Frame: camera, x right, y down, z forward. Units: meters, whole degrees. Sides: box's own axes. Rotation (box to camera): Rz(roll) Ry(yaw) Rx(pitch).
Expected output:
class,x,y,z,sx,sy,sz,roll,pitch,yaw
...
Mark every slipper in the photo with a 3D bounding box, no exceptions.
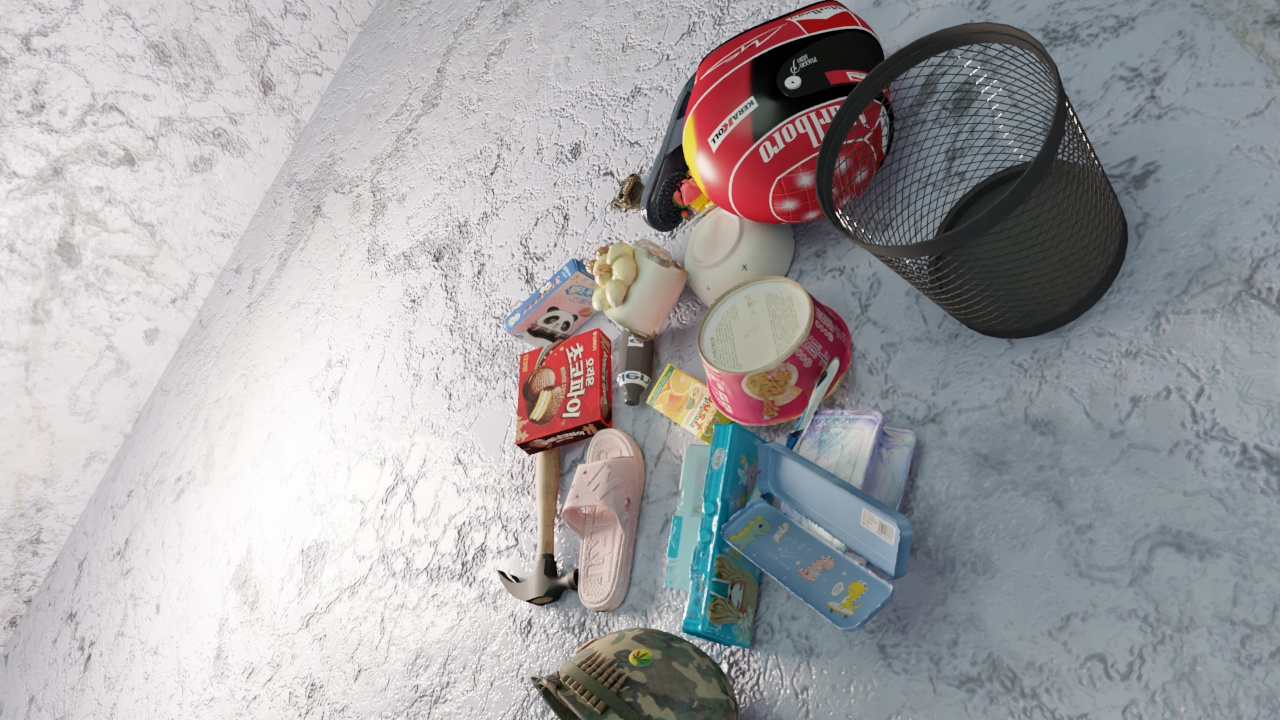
class,x,y,z,sx,sy,sz,roll,pitch,yaw
slipper,-0.052,0.192,1.157,0.094,0.064,0.238,-19,57,38
slipper,0.087,-0.299,1.275,0.082,0.101,0.263,27,91,50

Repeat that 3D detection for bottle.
class,x,y,z,sx,sy,sz,roll,pitch,yaw
bottle,-0.007,0.007,1.232,0.047,0.047,0.112,-16,57,39

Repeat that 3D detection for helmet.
class,x,y,z,sx,sy,sz,roll,pitch,yaw
helmet,-0.023,0.379,0.912,0.225,0.193,0.235,10,49,26
helmet,0.185,-0.276,1.080,0.271,0.198,0.224,-25,56,3

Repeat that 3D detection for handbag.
class,x,y,z,sx,sy,sz,roll,pitch,yaw
handbag,0.203,0.131,0.937,0.127,0.069,0.158,-3,64,59
handbag,-0.010,-0.106,1.220,0.113,0.123,0.171,-63,13,13

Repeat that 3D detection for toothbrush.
class,x,y,z,sx,sy,sz,roll,pitch,yaw
toothbrush,0.162,0.077,0.976,0.189,0.017,0.016,-60,9,-2

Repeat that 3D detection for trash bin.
class,x,y,z,sx,sy,sz,roll,pitch,yaw
trash bin,0.318,-0.151,0.855,0.218,0.227,0.217,-24,52,35

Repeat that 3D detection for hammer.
class,x,y,z,sx,sy,sz,roll,pitch,yaw
hammer,-0.133,0.183,1.269,0.133,0.040,0.304,-24,52,31

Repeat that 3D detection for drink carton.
class,x,y,z,sx,sy,sz,roll,pitch,yaw
drink carton,0.068,0.056,1.132,0.122,0.041,0.058,31,91,49

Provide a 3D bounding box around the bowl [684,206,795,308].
class,x,y,z,sx,sy,sz,roll,pitch,yaw
bowl,0.115,-0.142,1.175,0.154,0.073,0.153,-23,54,35

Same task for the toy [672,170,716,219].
class,x,y,z,sx,sy,sz,roll,pitch,yaw
toy,0.090,-0.235,1.240,0.084,0.046,0.103,15,112,15

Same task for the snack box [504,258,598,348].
class,x,y,z,sx,sy,sz,roll,pitch,yaw
snack box,-0.119,-0.079,1.364,0.154,0.088,0.033,-40,48,23

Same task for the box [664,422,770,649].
class,x,y,z,sx,sy,sz,roll,pitch,yaw
box,0.069,0.191,1.013,0.117,0.097,0.226,-8,62,41

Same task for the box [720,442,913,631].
class,x,y,z,sx,sy,sz,roll,pitch,yaw
box,0.163,0.162,0.863,0.209,0.047,0.122,30,96,58

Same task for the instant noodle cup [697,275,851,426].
class,x,y,z,sx,sy,sz,roll,pitch,yaw
instant noodle cup,0.141,-0.021,1.042,0.179,0.078,0.178,-19,46,21

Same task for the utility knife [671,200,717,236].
class,x,y,z,sx,sy,sz,roll,pitch,yaw
utility knife,0.106,-0.212,1.176,0.227,0.019,0.031,-39,12,-39

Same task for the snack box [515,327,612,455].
class,x,y,z,sx,sy,sz,roll,pitch,yaw
snack box,-0.107,0.043,1.292,0.133,0.036,0.151,-18,52,22

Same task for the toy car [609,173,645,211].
class,x,y,z,sx,sy,sz,roll,pitch,yaw
toy car,-0.012,-0.248,1.386,0.047,0.047,0.112,-61,12,-2
